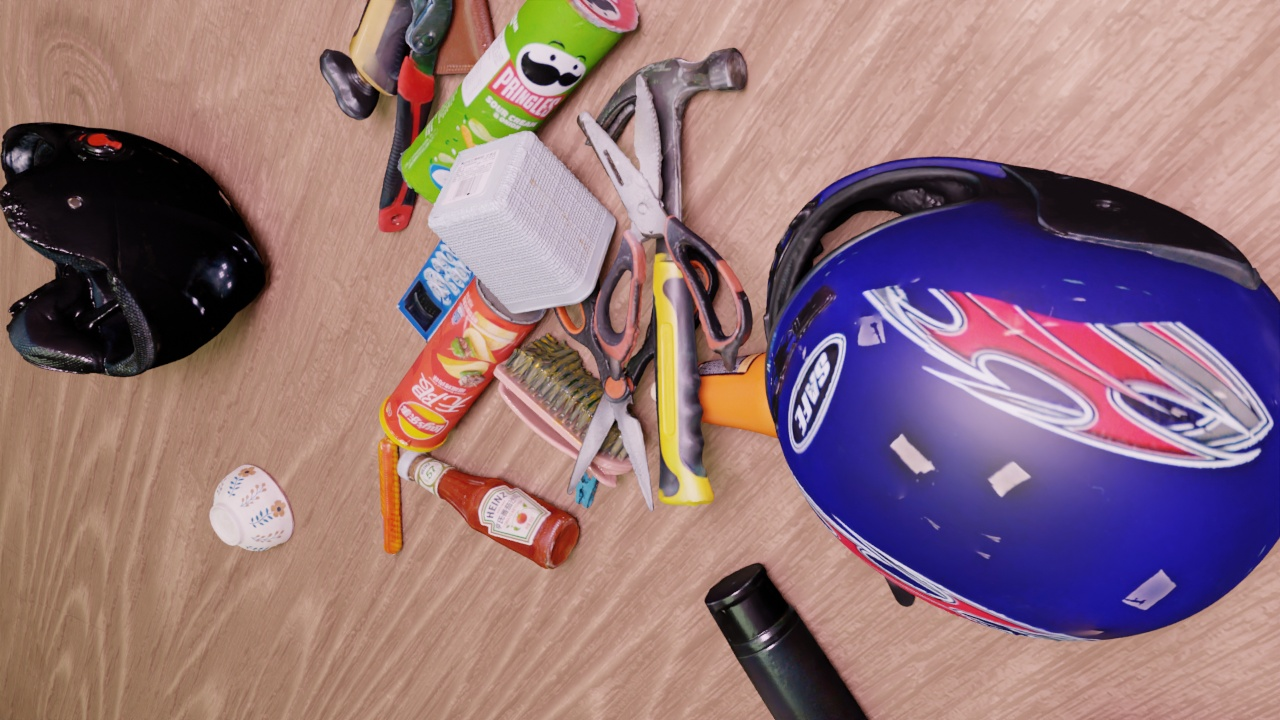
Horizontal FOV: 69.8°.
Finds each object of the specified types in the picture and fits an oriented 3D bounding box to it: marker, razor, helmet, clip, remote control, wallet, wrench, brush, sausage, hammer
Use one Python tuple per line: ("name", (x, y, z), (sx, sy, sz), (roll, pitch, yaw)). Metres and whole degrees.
("marker", (0.184, 0.138, 0.713), (0.018, 0.015, 0.124), (-19, 102, 39))
("razor", (-0.207, -0.272, 0.732), (0.067, 0.062, 0.168), (24, 128, -17))
("helmet", (0.189, 0.015, 0.514), (0.316, 0.239, 0.248), (28, 122, 21))
("clip", (-0.050, 0.114, 0.857), (0.038, 0.013, 0.055), (22, 121, 25))
("remote control", (-0.185, -0.069, 0.860), (0.049, 0.024, 0.125), (50, 127, 5))
("wallet", (-0.174, -0.286, 0.755), (0.125, 0.032, 0.101), (10, 118, 31))
("wrench", (-0.195, -0.209, 0.770), (0.016, 0.056, 0.274), (53, 144, 24))
("brush", (-0.060, 0.046, 0.804), (0.145, 0.063, 0.073), (42, 123, 9))
("helmet", (-0.531, -0.120, 0.940), (0.274, 0.229, 0.234), (55, 136, 12))
("sausage", (-0.278, 0.151, 1.020), (0.021, 0.021, 0.165), (20, 120, 26))
("hammer", (0.022, -0.055, 0.676), (0.126, 0.031, 0.323), (0, 95, 36))

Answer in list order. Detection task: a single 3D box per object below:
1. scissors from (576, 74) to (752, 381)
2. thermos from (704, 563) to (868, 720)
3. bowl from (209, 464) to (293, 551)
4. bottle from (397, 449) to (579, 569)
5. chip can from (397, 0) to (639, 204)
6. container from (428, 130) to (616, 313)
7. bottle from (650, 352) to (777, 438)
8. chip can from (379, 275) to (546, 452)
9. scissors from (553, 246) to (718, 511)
("scissors", (0.008, -0.085, 0.653), (0.189, 0.015, 0.226), (27, 110, 30))
("thermos", (0.141, 0.290, 0.784), (0.242, 0.068, 0.090), (57, 161, 2))
("bowl", (-0.502, 0.196, 1.164), (0.114, 0.062, 0.114), (15, 119, 29))
("bottle", (-0.157, 0.140, 0.911), (0.206, 0.059, 0.060), (22, 121, 26))
("chip can", (-0.102, -0.208, 0.715), (0.237, 0.072, 0.072), (-35, 89, 39))
("container", (-0.092, -0.108, 0.710), (0.090, 0.089, 0.111), (-7, 143, 35))
("bottle", (0.069, 0.025, 0.714), (0.150, 0.066, 0.067), (0, 110, 41))
("chip can", (-0.167, 0.002, 0.850), (0.073, 0.073, 0.217), (50, 128, 6))
("scissors", (-0.016, -0.002, 0.738), (0.221, 0.021, 0.229), (-48, 66, 20))
